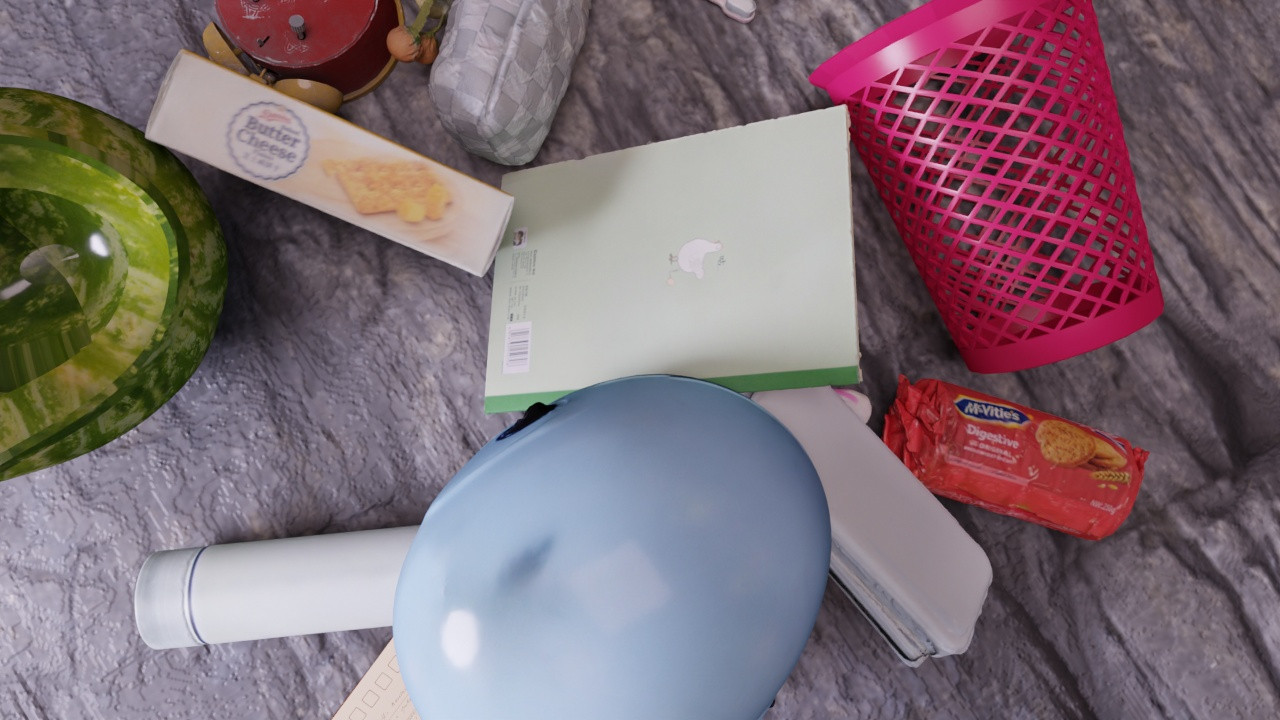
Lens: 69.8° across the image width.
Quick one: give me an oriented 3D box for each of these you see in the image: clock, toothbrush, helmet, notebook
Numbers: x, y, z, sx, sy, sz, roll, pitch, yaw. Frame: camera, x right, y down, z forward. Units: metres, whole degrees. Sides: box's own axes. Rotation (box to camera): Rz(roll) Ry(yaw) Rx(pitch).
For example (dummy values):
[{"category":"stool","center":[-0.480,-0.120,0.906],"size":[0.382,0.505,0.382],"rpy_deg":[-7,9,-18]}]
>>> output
[{"category":"clock","center":[-0.239,-0.234,0.635],"size":[0.117,0.081,0.158],"rpy_deg":[29,86,0]},{"category":"toothbrush","center":[0.003,-0.294,0.679],"size":[0.181,0.018,0.015],"rpy_deg":[25,85,1]},{"category":"helmet","center":[-0.014,0.133,0.506],"size":[0.266,0.166,0.225],"rpy_deg":[-38,94,6]},{"category":"notebook","center":[0.012,-0.061,0.594],"size":[0.253,0.010,0.181],"rpy_deg":[-6,71,23]},{"category":"helmet","center":[-0.374,-0.047,0.544],"size":[0.242,0.248,0.213],"rpy_deg":[-38,114,-36]},{"category":"notebook","center":[-0.121,0.310,0.633],"size":[0.225,0.024,0.167],"rpy_deg":[37,85,1]}]

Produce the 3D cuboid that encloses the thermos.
[{"category":"thermos","center":[-0.212,0.150,0.620],"size":[0.230,0.068,0.068],"rpy_deg":[-5,86,-1]}]

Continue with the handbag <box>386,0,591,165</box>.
[{"category":"handbag","center":[-0.104,-0.229,0.627],"size":[0.123,0.112,0.171],"rpy_deg":[15,86,9]}]

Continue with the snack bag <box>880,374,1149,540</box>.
[{"category":"snack bag","center":[0.252,0.070,0.633],"size":[0.176,0.082,0.082],"rpy_deg":[17,86,0]}]

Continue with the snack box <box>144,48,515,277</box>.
[{"category":"snack box","center":[-0.190,-0.123,0.587],"size":[0.207,0.104,0.057],"rpy_deg":[22,95,-19]}]

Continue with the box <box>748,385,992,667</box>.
[{"category":"box","center":[0.116,0.111,0.609],"size":[0.216,0.110,0.107],"rpy_deg":[47,44,-2]}]

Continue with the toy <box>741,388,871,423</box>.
[{"category":"toy","center":[0.096,0.023,0.650],"size":[0.125,0.037,0.076],"rpy_deg":[-14,94,6]}]

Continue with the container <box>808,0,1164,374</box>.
[{"category":"container","center":[0.240,-0.119,0.605],"size":[0.183,0.183,0.226],"rpy_deg":[-23,95,-3]}]

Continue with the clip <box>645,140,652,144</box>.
[{"category":"clip","center":[-0.006,-0.107,0.666],"size":[0.054,0.038,0.101],"rpy_deg":[-8,85,-26]}]
